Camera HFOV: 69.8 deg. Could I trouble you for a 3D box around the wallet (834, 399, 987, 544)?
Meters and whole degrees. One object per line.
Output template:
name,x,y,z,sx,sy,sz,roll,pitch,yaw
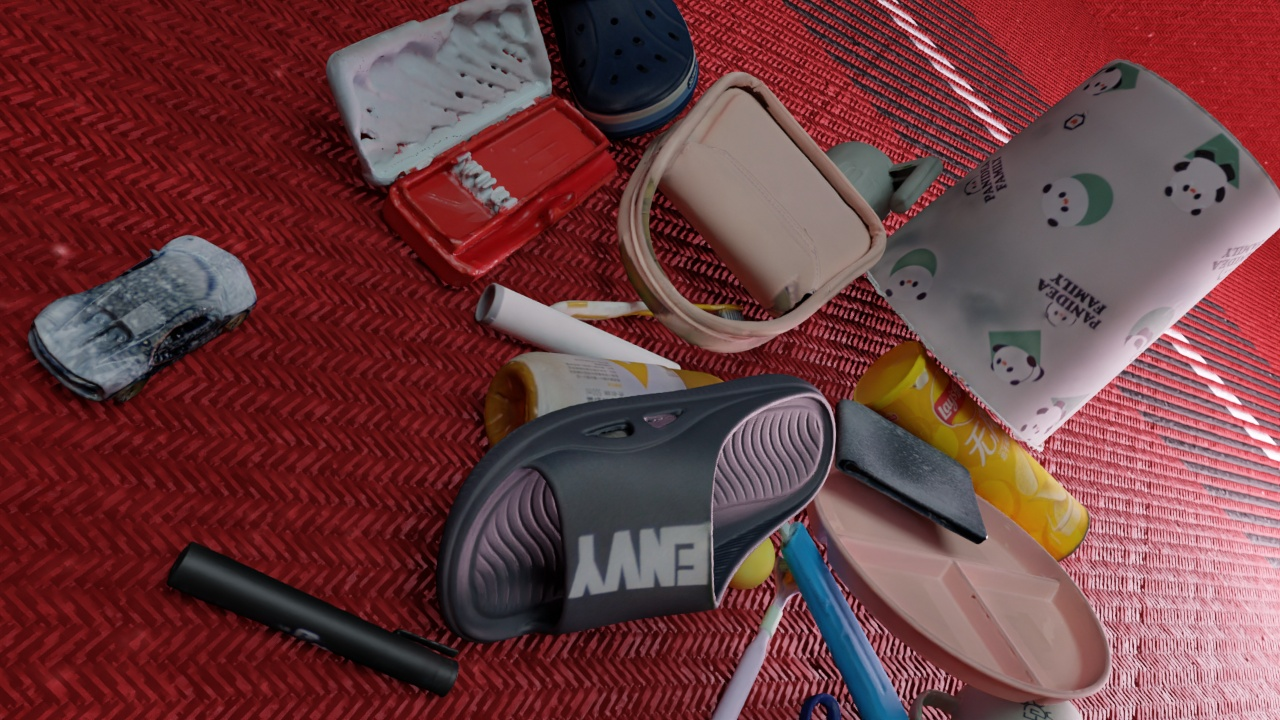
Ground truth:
wallet,0.197,0.081,0.679,0.121,0.019,0.097,29,27,-2

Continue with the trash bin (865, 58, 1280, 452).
trash bin,0.353,-0.090,0.764,0.229,0.252,0.229,40,20,-18

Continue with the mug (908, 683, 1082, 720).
mug,0.219,0.255,0.572,0.112,0.082,0.106,29,31,14

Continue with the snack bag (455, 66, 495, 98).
snack bag,-0.130,-0.190,0.625,0.045,0.026,0.105,46,39,0

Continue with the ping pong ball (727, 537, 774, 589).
ping pong ball,0.062,0.120,0.562,0.040,0.040,0.040,23,48,-28

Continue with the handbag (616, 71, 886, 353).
handbag,0.070,-0.096,0.688,0.193,0.094,0.233,46,43,-4

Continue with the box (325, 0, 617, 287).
box,-0.102,-0.149,0.598,0.161,0.060,0.200,60,40,-15

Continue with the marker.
marker,-0.139,0.114,0.403,0.132,0.020,0.022,32,56,-21

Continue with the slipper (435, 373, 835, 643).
slipper,0.024,0.071,0.478,0.267,0.083,0.111,-15,109,-35

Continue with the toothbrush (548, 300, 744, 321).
toothbrush,0.010,-0.032,0.646,0.191,0.016,0.018,-3,72,-43

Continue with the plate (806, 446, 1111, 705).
plate,0.212,0.142,0.631,0.229,0.028,0.229,22,26,-12

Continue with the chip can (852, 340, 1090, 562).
chip can,0.273,0.079,0.759,0.213,0.072,0.071,42,42,-11

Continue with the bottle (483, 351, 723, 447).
bottle,0.001,0.035,0.548,0.189,0.068,0.068,7,58,-39

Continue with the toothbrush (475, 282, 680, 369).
toothbrush,-0.004,0.003,0.599,0.221,0.026,0.026,23,59,-28

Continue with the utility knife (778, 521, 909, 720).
utility knife,0.115,0.150,0.577,0.034,0.018,0.191,-24,86,-50

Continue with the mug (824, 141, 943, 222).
mug,0.192,-0.143,0.809,0.103,0.124,0.084,-43,117,-47

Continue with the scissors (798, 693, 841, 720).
scissors,0.118,0.274,0.523,0.175,0.012,0.162,10,56,-37

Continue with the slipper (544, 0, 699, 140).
slipper,-0.026,-0.289,0.717,0.105,0.095,0.252,-18,64,-2

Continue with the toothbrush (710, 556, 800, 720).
toothbrush,0.062,0.182,0.532,0.029,0.021,0.188,26,40,14

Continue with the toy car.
toy car,-0.222,-0.023,0.421,0.049,0.031,0.105,46,41,-7
